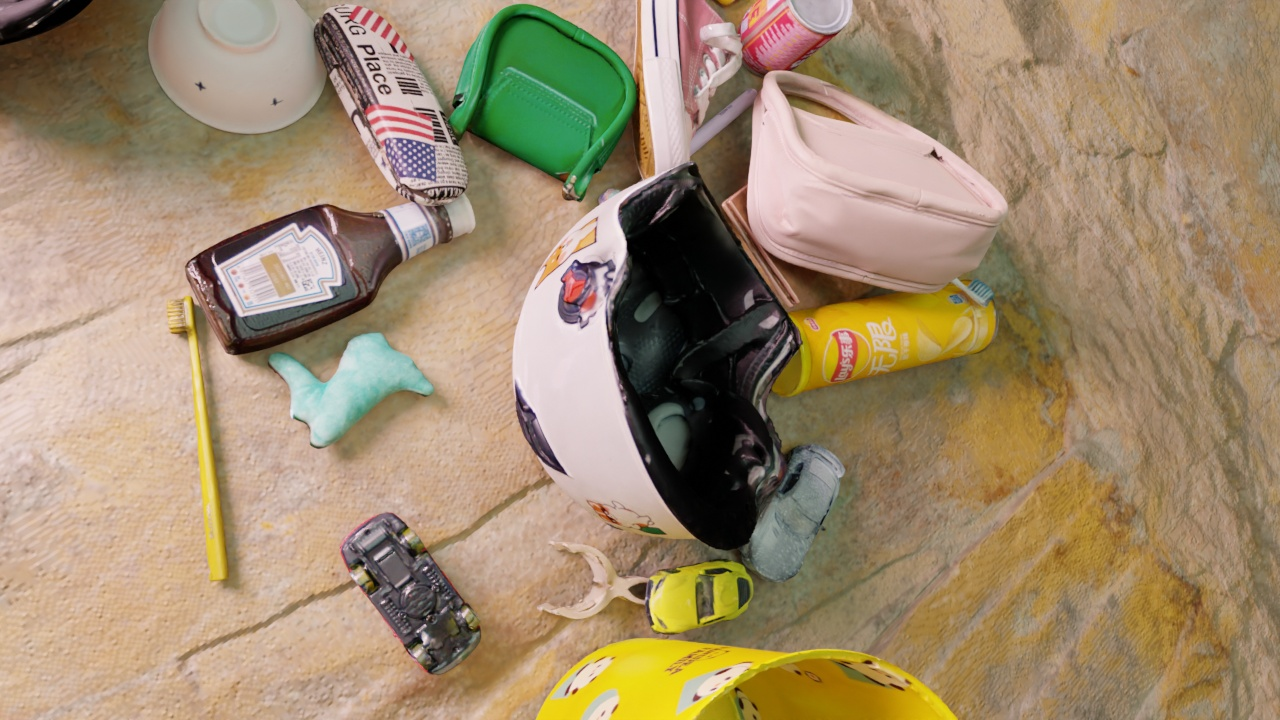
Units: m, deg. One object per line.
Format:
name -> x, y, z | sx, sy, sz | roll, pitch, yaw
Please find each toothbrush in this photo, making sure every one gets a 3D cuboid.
toothbrush -> 0.211, -0.112, 0.800 | 0.221, 0.026, 0.026 | 35, 109, 5
toothbrush -> 0.038, -0.182, 0.780 | 0.188, 0.029, 0.021 | -42, 139, -24
toothbrush -> -0.293, 0.051, 0.606 | 0.016, 0.016, 0.190 | -8, 85, -19

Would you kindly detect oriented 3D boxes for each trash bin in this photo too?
trash bin -> 0.048, 0.284, 0.580 | 0.229, 0.256, 0.229 | 4, 80, -22

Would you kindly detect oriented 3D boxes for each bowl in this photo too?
bowl -> -0.275, -0.224, 0.630 | 0.118, 0.065, 0.118 | 4, 80, -23

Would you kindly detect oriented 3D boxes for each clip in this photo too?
clip -> -0.030, 0.157, 0.690 | 0.101, 0.035, 0.095 | -13, 88, -28

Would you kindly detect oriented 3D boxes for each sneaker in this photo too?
sneaker -> 0.040, -0.247, 0.741 | 0.088, 0.118, 0.240 | 3, 70, -6

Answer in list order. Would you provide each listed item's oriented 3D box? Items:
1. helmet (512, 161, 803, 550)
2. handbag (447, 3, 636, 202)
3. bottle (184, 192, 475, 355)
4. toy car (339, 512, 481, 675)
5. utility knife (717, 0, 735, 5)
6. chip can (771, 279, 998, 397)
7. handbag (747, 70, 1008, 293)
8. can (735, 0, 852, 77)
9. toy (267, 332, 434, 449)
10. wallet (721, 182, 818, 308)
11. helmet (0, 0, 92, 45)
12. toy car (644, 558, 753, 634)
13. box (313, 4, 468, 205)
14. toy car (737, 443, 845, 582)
helmet -> -0.004, 0.004, 0.642 | 0.230, 0.157, 0.273 | 49, 42, -38
handbag -> -0.076, -0.196, 0.706 | 0.131, 0.068, 0.120 | 24, 74, -17
bottle -> -0.209, -0.073, 0.646 | 0.194, 0.044, 0.080 | -28, 93, -25
toy car -> -0.157, 0.159, 0.630 | 0.052, 0.045, 0.120 | -36, 102, -21
utility knife -> 0.029, -0.364, 0.805 | 0.156, 0.015, 0.033 | 31, 74, -16
chip can -> 0.207, -0.021, 0.796 | 0.213, 0.072, 0.072 | -10, 86, -24
handbag -> 0.173, -0.170, 0.761 | 0.193, 0.094, 0.233 | 9, 45, -22
can -> 0.129, -0.292, 0.793 | 0.066, 0.094, 0.066 | 4, 80, -23
toy -> -0.207, 0.016, 0.640 | 0.096, 0.030, 0.091 | 44, 66, -5
wallet -> 0.109, -0.099, 0.761 | 0.101, 0.020, 0.115 | 54, 24, -7
helmet -> -0.405, -0.284, 0.496 | 0.274, 0.230, 0.233 | 18, 90, -18
toy car -> 0.048, 0.182, 0.706 | 0.105, 0.032, 0.048 | 1, 82, -42
box -> -0.179, -0.181, 0.655 | 0.068, 0.052, 0.164 | -21, 78, -35
toy car -> 0.126, 0.125, 0.756 | 0.054, 0.037, 0.120 | 39, 68, -13
